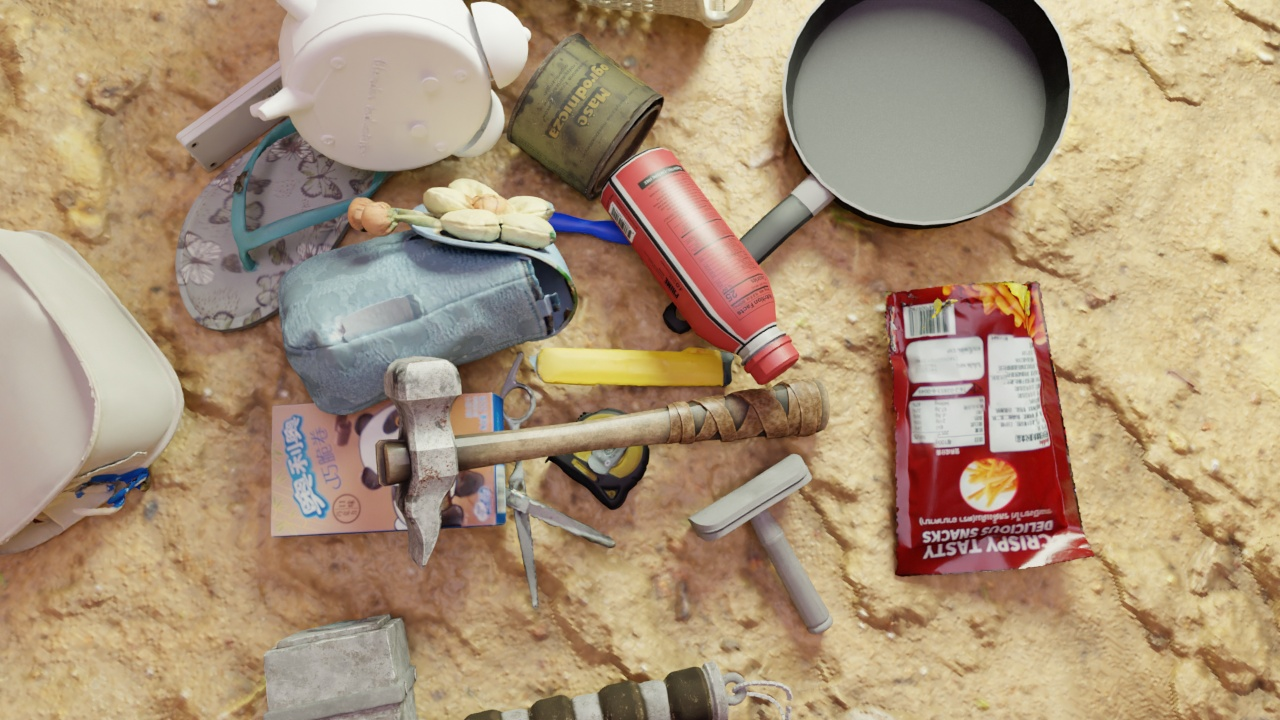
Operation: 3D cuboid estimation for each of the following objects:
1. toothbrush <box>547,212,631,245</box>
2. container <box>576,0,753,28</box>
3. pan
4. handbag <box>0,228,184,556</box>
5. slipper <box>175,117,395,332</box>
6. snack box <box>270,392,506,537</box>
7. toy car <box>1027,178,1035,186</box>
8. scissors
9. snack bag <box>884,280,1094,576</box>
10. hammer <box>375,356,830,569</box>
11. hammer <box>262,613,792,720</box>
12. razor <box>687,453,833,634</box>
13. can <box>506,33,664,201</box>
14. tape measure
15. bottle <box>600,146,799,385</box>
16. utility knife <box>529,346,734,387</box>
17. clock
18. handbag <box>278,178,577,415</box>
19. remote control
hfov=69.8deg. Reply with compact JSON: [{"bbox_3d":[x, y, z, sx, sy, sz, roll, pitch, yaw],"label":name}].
[{"bbox_3d":[-0.053,-0.100,0.674,0.182,0.018,0.016,9,81,-8],"label":"toothbrush"},{"bbox_3d":[0.010,-0.368,0.645,0.143,0.184,0.246,1,81,3],"label":"container"},{"bbox_3d":[0.153,-0.145,0.683,0.355,0.044,0.204,-43,80,1],"label":"pan"},{"bbox_3d":[-0.410,0.027,0.584,0.200,0.093,0.200,-39,87,9],"label":"handbag"},{"bbox_3d":[-0.227,-0.138,0.640,0.098,0.055,0.268,39,77,3],"label":"slipper"},{"bbox_3d":[-0.166,0.070,0.608,0.151,0.034,0.087,-3,81,4],"label":"snack box"},{"bbox_3d":[0.253,-0.164,0.711,0.108,0.027,0.060,18,84,9],"label":"toy car"},{"bbox_3d":[-0.084,0.079,0.623,0.142,0.014,0.175,2,83,10],"label":"scissors"},{"bbox_3d":[0.244,0.048,0.660,0.139,0.067,0.208,-5,83,-2],"label":"snack bag"},{"bbox_3d":[-0.010,0.047,0.598,0.318,0.049,0.121,-6,96,-26],"label":"hammer"},{"bbox_3d":[-0.064,0.234,0.583,0.326,0.079,0.177,-9,82,-8],"label":"hammer"},{"bbox_3d":[0.099,0.138,0.640,0.088,0.047,0.116,-30,93,-10],"label":"razor"},{"bbox_3d":[-0.038,-0.169,0.647,0.074,0.090,0.089,37,79,1],"label":"can"},{"bbox_3d":[-0.024,0.064,0.637,0.062,0.034,0.061,35,81,4],"label":"tape measure"},{"bbox_3d":[0.044,-0.062,0.633,0.062,0.062,0.176,-33,77,-11],"label":"bottle"},{"bbox_3d":[-0.004,0.004,0.650,0.151,0.017,0.030,2,67,-20],"label":"utility knife"},{"bbox_3d":[-0.155,-0.173,0.576,0.160,0.126,0.072,-2,60,-26],"label":"clock"},{"bbox_3d":[-0.142,-0.054,0.597,0.192,0.121,0.119,-18,128,-7],"label":"handbag"},{"bbox_3d":[-0.259,-0.185,0.644,0.135,0.050,0.011,-41,87,-11],"label":"remote control"}]
